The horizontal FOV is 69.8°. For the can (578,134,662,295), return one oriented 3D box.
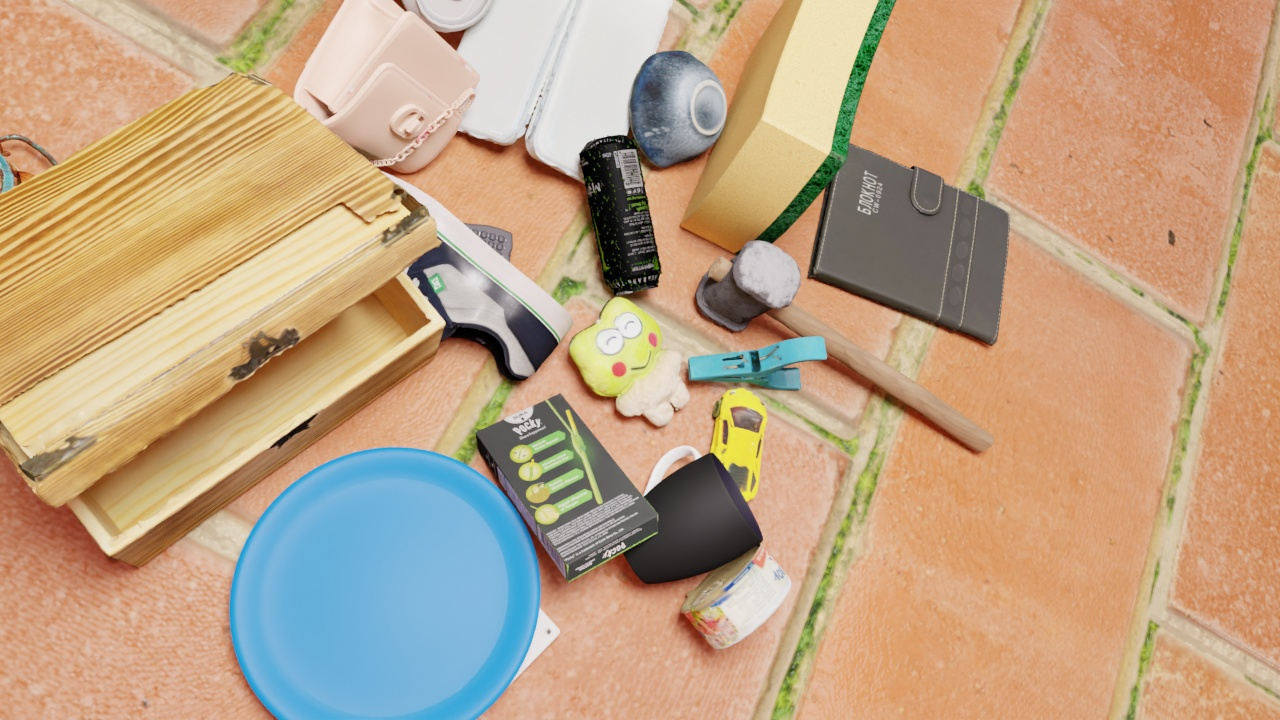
[{"bbox_3d":[-0.017,-0.129,0.819,0.053,0.054,0.137,-13,95,-21],"label":"can"}]

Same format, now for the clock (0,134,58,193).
[{"bbox_3d":[-0.505,-0.118,0.669,0.121,0.074,0.157,44,46,3],"label":"clock"}]

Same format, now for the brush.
[{"bbox_3d":[0.135,-0.234,0.839,0.075,0.195,0.249,25,67,-8],"label":"brush"}]

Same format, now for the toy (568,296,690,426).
[{"bbox_3d":[-0.005,0.005,0.803,0.115,0.046,0.091,48,60,-7],"label":"toy"}]

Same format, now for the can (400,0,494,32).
[{"bbox_3d":[-0.187,-0.360,0.814,0.087,0.088,0.139,-16,51,-21],"label":"can"}]

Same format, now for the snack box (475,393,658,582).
[{"bbox_3d":[-0.061,0.096,0.727,0.080,0.025,0.147,-25,51,-23],"label":"snack box"}]

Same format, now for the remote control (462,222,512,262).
[{"bbox_3d":[-0.174,-0.107,0.803,0.124,0.009,0.046,12,70,-13],"label":"remote control"}]

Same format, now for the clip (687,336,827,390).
[{"bbox_3d":[0.115,0.008,0.832,0.121,0.119,0.033,-14,71,25],"label":"clip"}]

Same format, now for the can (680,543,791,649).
[{"bbox_3d":[0.078,0.191,0.746,0.086,0.086,0.043,-39,88,-24],"label":"can"}]

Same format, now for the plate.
[{"bbox_3d":[-0.189,0.177,0.696,0.224,0.024,0.224,5,68,-12],"label":"plate"}]

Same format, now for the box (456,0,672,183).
[{"bbox_3d":[-0.074,-0.282,0.832,0.185,0.084,0.210,23,89,-14],"label":"box"}]

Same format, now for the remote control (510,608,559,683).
[{"bbox_3d":[-0.127,0.240,0.707,0.135,0.011,0.050,-42,88,-24],"label":"remote control"}]

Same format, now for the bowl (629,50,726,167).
[{"bbox_3d":[0.045,-0.236,0.862,0.110,0.055,0.110,-14,110,-42],"label":"bowl"}]

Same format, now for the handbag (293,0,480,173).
[{"bbox_3d":[-0.242,-0.249,0.758,0.187,0.198,0.116,39,96,10],"label":"handbag"}]

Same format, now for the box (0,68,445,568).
[{"bbox_3d":[-0.320,-0.054,0.633,0.278,0.221,0.258,-39,86,-22],"label":"box"}]

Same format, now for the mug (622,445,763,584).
[{"bbox_3d":[0.031,0.125,0.758,0.100,0.085,0.118,-31,40,7],"label":"mug"}]

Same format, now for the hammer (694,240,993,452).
[{"bbox_3d":[0.201,-0.002,0.854,0.328,0.098,0.052,31,68,-13],"label":"hammer"}]

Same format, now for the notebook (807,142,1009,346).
[{"bbox_3d":[0.283,-0.124,0.944,0.209,0.030,0.169,20,69,-12],"label":"notebook"}]

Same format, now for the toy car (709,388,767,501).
[{"bbox_3d":[0.086,0.074,0.817,0.049,0.030,0.106,14,68,-12],"label":"toy car"}]

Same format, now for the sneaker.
[{"bbox_3d":[-0.170,-0.070,0.750,0.235,0.084,0.079,38,73,-12],"label":"sneaker"}]
